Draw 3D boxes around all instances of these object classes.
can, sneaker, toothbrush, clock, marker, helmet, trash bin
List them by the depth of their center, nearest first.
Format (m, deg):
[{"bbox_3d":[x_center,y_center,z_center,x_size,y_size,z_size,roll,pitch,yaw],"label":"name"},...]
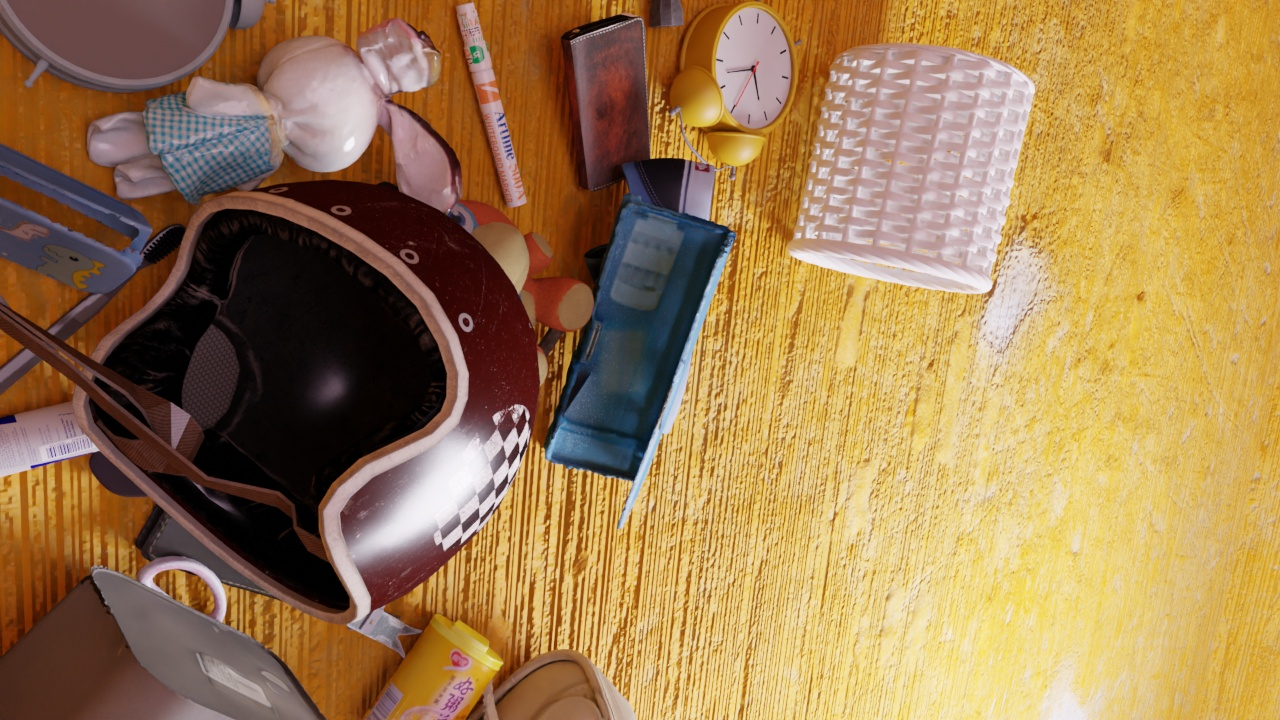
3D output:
[{"bbox_3d":[-0.184,0.020,0.498,0.252,0.233,0.234,-53,151,-34],"label":"helmet"},{"bbox_3d":[-0.279,-0.216,0.504,0.159,0.045,0.123,-35,122,-26],"label":"clock"},{"bbox_3d":[-0.304,0.260,0.506,0.219,0.198,0.197,-53,132,-14],"label":"trash bin"},{"bbox_3d":[-0.356,0.048,0.519,0.095,0.032,0.032,-17,112,-35],"label":"can"},{"bbox_3d":[-0.332,-0.023,0.535,0.167,0.013,0.013,-47,127,-17],"label":"toothbrush"},{"bbox_3d":[-0.109,-0.184,0.671,0.017,0.017,0.145,-28,119,-31],"label":"marker"},{"bbox_3d":[-0.162,0.257,0.715,0.105,0.068,0.067,-55,129,-13],"label":"can"},{"bbox_3d":[0.001,-0.054,0.778,0.098,0.083,0.242,7,116,3],"label":"sneaker"},{"bbox_3d":[0.082,-0.239,0.792,0.113,0.052,0.151,37,74,-40],"label":"clock"}]

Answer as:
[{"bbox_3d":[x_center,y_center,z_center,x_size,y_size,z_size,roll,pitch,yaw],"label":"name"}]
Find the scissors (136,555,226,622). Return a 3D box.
[{"bbox_3d":[-0.281,0.189,0.619,0.108,0.016,0.179,-48,129,1],"label":"scissors"}]

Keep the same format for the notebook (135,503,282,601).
[{"bbox_3d":[-0.222,0.064,0.640,0.169,0.029,0.209,35,78,-40],"label":"notebook"}]

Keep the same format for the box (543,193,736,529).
[{"bbox_3d":[-0.003,0.005,0.696,0.094,0.110,0.232,17,111,-9],"label":"box"}]

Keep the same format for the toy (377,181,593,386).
[{"bbox_3d":[-0.122,-0.059,0.646,0.176,0.096,0.112,37,78,-12],"label":"toy"}]

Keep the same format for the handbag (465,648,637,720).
[{"bbox_3d":[-0.106,0.342,0.722,0.229,0.184,0.132,-37,122,-7],"label":"handbag"}]

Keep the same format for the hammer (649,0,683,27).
[{"bbox_3d":[-0.086,-0.290,0.648,0.299,0.028,0.111,-19,113,-37],"label":"hammer"}]

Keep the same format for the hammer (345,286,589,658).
[{"bbox_3d":[-0.126,0.063,0.697,0.316,0.028,0.147,-57,153,-19],"label":"hammer"}]

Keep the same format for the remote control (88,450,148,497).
[{"bbox_3d":[-0.294,0.027,0.570,0.046,0.009,0.124,29,82,-16],"label":"remote control"}]

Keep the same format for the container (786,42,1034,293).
[{"bbox_3d":[0.250,-0.173,0.858,0.189,0.189,0.187,9,95,-41],"label":"container"}]

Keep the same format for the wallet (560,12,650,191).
[{"bbox_3d":[-0.024,-0.200,0.715,0.072,0.019,0.123,-30,134,-30],"label":"wallet"}]

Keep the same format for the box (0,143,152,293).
[{"bbox_3d":[-0.360,-0.091,0.457,0.210,0.069,0.064,29,90,-40],"label":"box"}]

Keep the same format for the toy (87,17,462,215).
[{"bbox_3d":[-0.219,-0.141,0.554,0.205,0.105,0.131,-15,133,-10],"label":"toy"}]
